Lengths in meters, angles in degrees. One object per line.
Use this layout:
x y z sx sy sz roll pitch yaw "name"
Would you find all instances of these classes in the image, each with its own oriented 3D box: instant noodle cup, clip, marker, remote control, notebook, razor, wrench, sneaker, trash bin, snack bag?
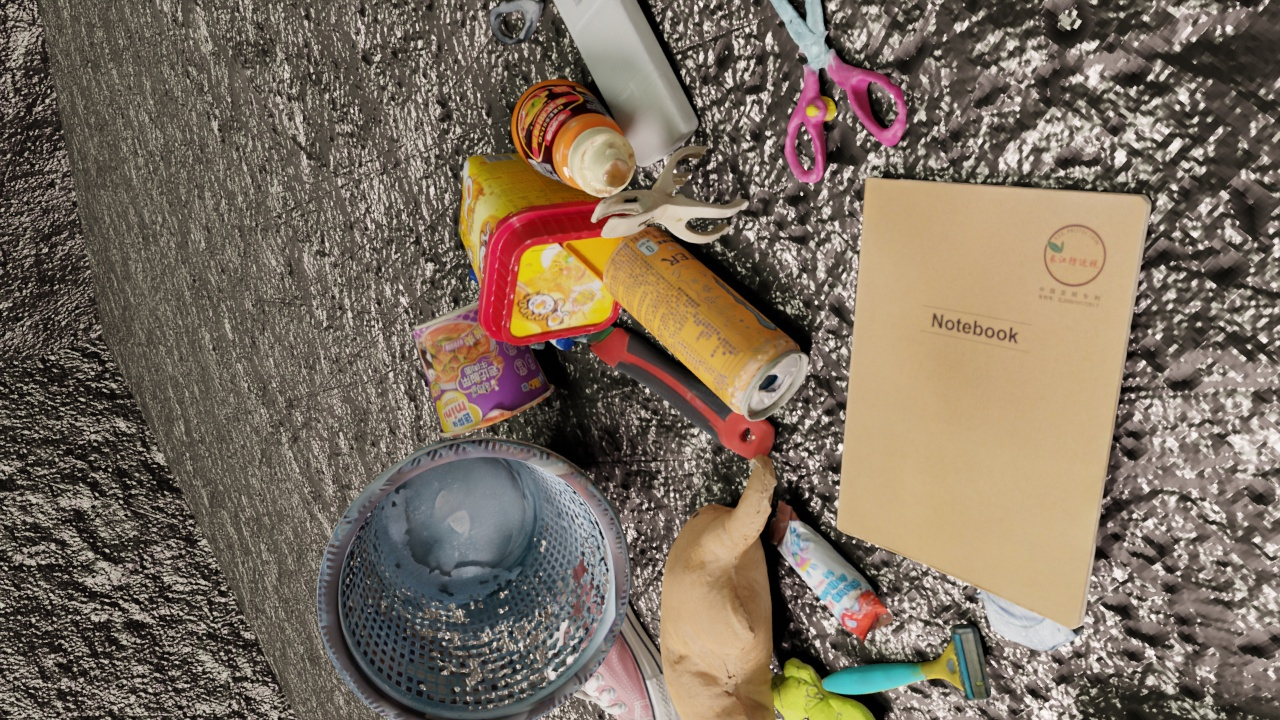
-0.142 0.001 0.804 0.112 0.111 0.099 -8 104 54 "instant noodle cup"
0.014 -0.107 0.574 0.035 0.102 0.095 126 141 -52 "clip"
-0.108 -0.048 0.819 0.146 0.016 0.017 36 134 36 "marker"
-0.013 -0.205 0.603 0.058 0.021 0.150 -26 91 55 "remote control"
0.167 0.015 0.470 0.148 0.008 0.208 18 112 47 "notebook"
0.165 0.199 0.583 0.133 0.028 0.043 -37 54 50 "razor"
-0.004 0.004 0.702 0.274 0.016 0.056 28 107 39 "wrench"
-0.044 0.265 0.840 0.119 0.087 0.241 -31 81 54 "sneaker"
-0.078 -0.091 0.687 0.123 0.115 0.116 55 144 37 "instant noodle cup"
-0.141 0.154 0.754 0.195 0.226 0.226 -152 47 -72 "trash bin"
0.123 0.141 0.608 0.105 0.026 0.045 47 147 31 "snack bag"

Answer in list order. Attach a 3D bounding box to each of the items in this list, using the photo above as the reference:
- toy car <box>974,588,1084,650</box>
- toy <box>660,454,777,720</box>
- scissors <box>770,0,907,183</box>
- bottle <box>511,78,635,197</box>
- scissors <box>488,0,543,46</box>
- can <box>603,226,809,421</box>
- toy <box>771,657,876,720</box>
0.197 0.108 0.491 0.049 0.031 0.105 -23 90 55 "toy car"
0.058 0.166 0.652 0.143 0.082 0.226 -145 51 -64 "toy"
0.101 -0.163 0.489 0.108 0.017 0.135 12 113 51 "scissors"
-0.040 -0.143 0.607 0.149 0.066 0.067 -129 34 -56 "bottle"
-0.063 -0.278 0.643 0.133 0.014 0.176 58 143 11 "scissors"
0.040 -0.027 0.602 0.146 0.058 0.058 44 138 29 "can"
0.134 0.259 0.653 0.100 0.031 0.097 53 146 26 "toy"
